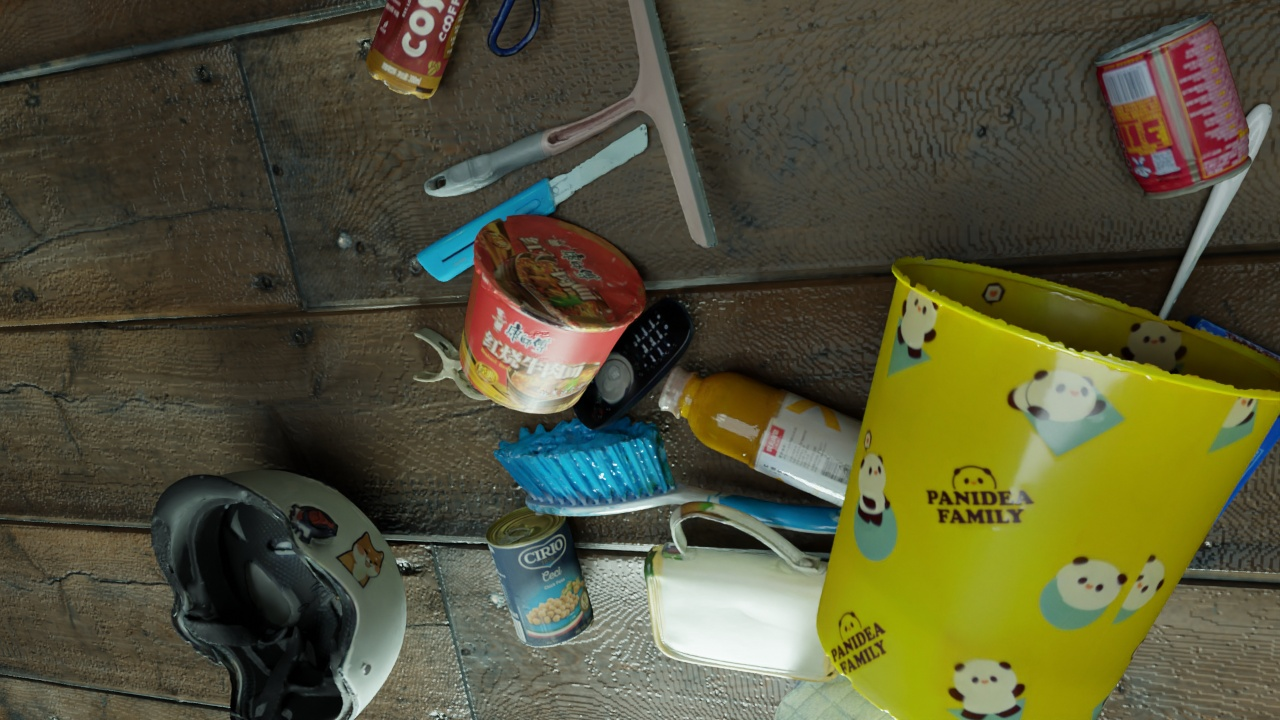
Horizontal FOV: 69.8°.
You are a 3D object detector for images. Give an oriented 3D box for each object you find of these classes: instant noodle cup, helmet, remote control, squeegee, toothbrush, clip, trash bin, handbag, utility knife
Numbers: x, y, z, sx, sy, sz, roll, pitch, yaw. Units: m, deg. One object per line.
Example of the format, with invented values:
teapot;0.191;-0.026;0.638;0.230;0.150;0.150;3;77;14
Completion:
instant noodle cup;-0.078;-0.033;0.727;0.138;0.137;0.109;31;126;6
helmet;-0.331;0.217;0.898;0.231;0.156;0.274;-36;84;29
remote control;-0.005;0.004;0.762;0.137;0.024;0.053;-45;66;23
squeegee;-0.070;-0.173;0.715;0.250;0.040;0.247;-15;88;31
toothbrush;0.368;-0.079;0.606;0.016;0.016;0.180;18;113;10
clip;-0.161;0.008;0.823;0.100;0.034;0.071;18;116;18
trash bin;0.234;0.088;0.582;0.230;0.229;0.256;18;108;13
handbag;0.202;0.292;0.744;0.194;0.134;0.075;-27;100;26
utility knife;-0.090;-0.127;0.753;0.239;0.018;0.034;-27;99;25
handbag;0.088;0.182;0.765;0.163;0.063;0.179;3;127;17

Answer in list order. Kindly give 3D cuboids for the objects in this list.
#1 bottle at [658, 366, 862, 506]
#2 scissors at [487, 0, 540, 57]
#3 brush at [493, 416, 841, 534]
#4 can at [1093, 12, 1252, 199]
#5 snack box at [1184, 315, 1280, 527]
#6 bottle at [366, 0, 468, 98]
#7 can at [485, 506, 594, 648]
bottle;0.107;0.057;0.723;0.189;0.067;0.068;23;116;11
scissors;-0.082;-0.295;0.656;0.162;0.012;0.164;-11;125;-8
brush;0.027;0.101;0.771;0.315;0.060;0.109;-7;114;27
can;0.326;-0.153;0.561;0.067;0.066;0.094;-20;102;25
snack box;0.378;0.056;0.635;0.084;0.026;0.157;29;109;9
bottle;-0.152;-0.288;0.688;0.057;0.057;0.175;34;118;5
can;-0.091;0.199;0.848;0.075;0.075;0.111;-7;108;22
